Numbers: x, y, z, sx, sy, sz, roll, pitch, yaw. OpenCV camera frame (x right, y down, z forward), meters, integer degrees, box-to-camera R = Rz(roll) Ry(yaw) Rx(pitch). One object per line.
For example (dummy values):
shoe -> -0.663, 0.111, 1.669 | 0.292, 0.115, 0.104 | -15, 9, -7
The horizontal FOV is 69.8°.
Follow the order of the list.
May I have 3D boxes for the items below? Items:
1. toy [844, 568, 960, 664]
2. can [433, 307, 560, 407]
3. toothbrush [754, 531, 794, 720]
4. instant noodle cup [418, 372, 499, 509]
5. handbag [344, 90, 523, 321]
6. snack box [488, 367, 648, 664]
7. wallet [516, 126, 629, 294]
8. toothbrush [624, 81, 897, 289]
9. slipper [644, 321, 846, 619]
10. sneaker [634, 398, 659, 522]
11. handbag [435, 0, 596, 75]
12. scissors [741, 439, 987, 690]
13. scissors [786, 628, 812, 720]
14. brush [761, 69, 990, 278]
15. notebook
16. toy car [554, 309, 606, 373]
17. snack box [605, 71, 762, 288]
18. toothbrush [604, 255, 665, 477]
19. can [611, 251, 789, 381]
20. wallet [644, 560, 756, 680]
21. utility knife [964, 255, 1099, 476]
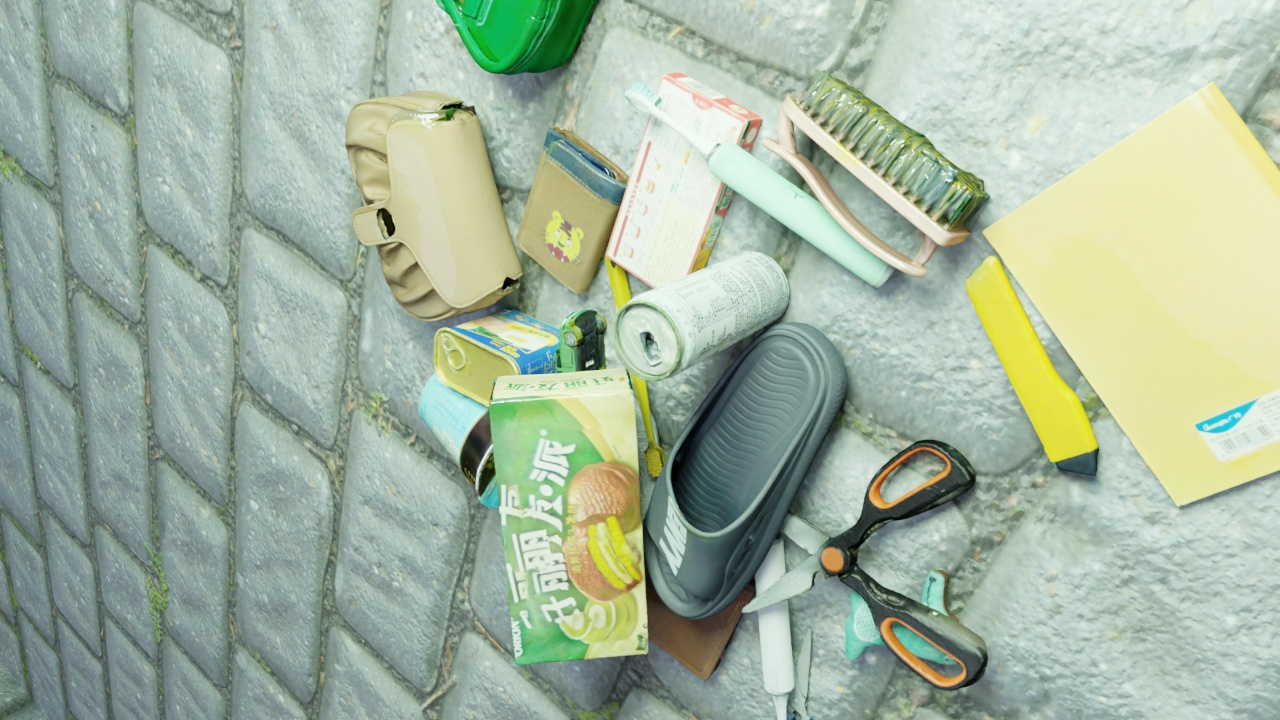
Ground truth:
toy -> 0.202, 0.197, 0.695 | 0.092, 0.030, 0.096 | 11, 108, 29
can -> -0.121, -0.003, 0.826 | 0.102, 0.083, 0.057 | 24, 121, 29
toothbrush -> 0.116, 0.250, 0.775 | 0.026, 0.026, 0.221 | -8, 103, -5
instant noodle cup -> -0.144, 0.061, 0.866 | 0.120, 0.111, 0.111 | 36, 127, 31
handbag -> -0.189, -0.134, 0.814 | 0.148, 0.099, 0.204 | -1, 112, 41
snack box -> -0.056, 0.130, 0.757 | 0.114, 0.063, 0.240 | -4, 107, -3
wallet -> -0.060, -0.124, 0.764 | 0.090, 0.033, 0.116 | 40, 131, 18
toothbrush -> 0.080, -0.122, 0.629 | 0.224, 0.027, 0.026 | 36, 155, 7
slipper -> 0.056, 0.088, 0.701 | 0.110, 0.083, 0.269 | 44, 121, 34
sneaker -> -0.048, 0.136, 0.840 | 0.089, 0.090, 0.242 | 21, 106, -8
handbag -> -0.094, -0.291, 0.695 | 0.120, 0.067, 0.132 | 44, 129, 17
scissors -> 0.167, 0.149, 0.685 | 0.221, 0.021, 0.235 | 50, 121, 22
scissors -> 0.130, 0.305, 0.807 | 0.141, 0.012, 0.171 | -31, 85, 42
brush -> 0.144, -0.121, 0.583 | 0.145, 0.063, 0.073 | 44, 119, 16
notebook -> 0.314, -0.029, 0.522 | 0.146, 0.010, 0.206 | -38, 83, 41
toy car -> -0.052, -0.001, 0.800 | 0.036, 0.043, 0.091 | 17, 118, 33
snack box -> 0.029, -0.128, 0.694 | 0.077, 0.026, 0.156 | 36, 127, 21
toothbrush -> -0.005, 0.004, 0.764 | 0.016, 0.016, 0.190 | -11, 93, 11
can -> 0.045, -0.034, 0.640 | 0.058, 0.146, 0.058 | 16, 117, 33
wallet -> 0.043, 0.219, 0.828 | 0.101, 0.032, 0.125 | 32, 126, 20
utility knife -> 0.250, 0.005, 0.584 | 0.033, 0.015, 0.154 | -26, 90, 35
